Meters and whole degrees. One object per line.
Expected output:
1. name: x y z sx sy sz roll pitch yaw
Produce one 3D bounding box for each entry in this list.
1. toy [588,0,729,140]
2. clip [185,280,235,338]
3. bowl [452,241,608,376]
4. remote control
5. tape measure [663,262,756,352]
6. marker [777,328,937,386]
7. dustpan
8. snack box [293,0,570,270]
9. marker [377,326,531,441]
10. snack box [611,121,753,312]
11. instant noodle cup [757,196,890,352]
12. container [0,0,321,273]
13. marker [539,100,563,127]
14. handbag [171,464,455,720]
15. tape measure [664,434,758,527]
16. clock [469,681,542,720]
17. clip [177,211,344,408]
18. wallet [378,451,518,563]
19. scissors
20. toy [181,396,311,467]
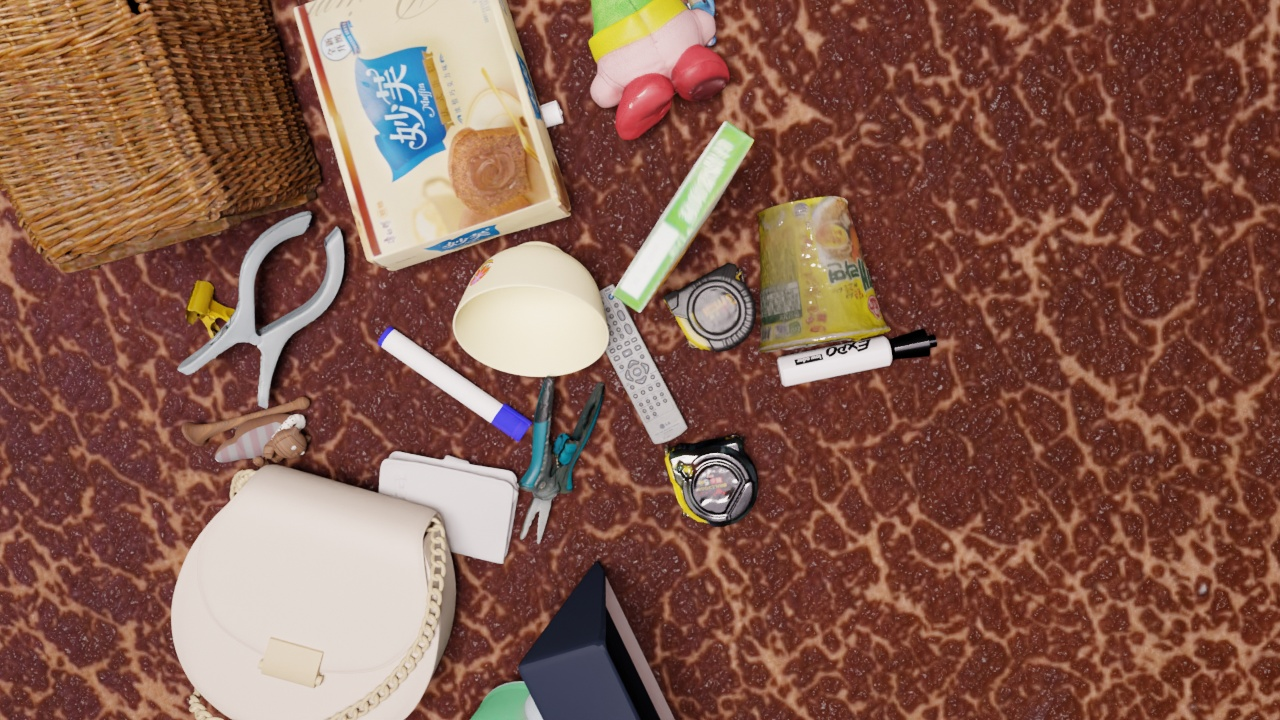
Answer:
1. toy: 0.005 -0.251 0.684 0.124 0.097 0.131 -29 76 0
2. clip: -0.350 -0.041 0.758 0.035 0.053 0.046 -29 126 2
3. bowl: -0.082 -0.050 0.716 0.118 0.118 0.073 -1 56 3
4. remote control: -0.005 0.004 0.755 0.033 0.013 0.136 -27 96 7
5. tape measure: 0.062 -0.039 0.735 0.067 0.038 0.062 -29 87 4
6. marker: 0.174 -0.003 0.739 0.126 0.025 0.025 -12 97 5
7. dustpan: 0.007 0.294 0.659 0.080 0.272 0.236 -23 96 21
8. snack box: -0.157 -0.189 0.699 0.153 0.055 0.207 -18 87 5
9. marker: -0.154 0.019 0.763 0.141 0.020 0.020 35 98 -2
10. snack box: 0.030 -0.100 0.660 0.027 0.168 0.132 33 98 -2
11. instant noodle cup: 0.133 -0.065 0.704 0.102 0.102 0.108 -9 89 4
12. container: -0.342 -0.175 0.641 0.162 0.249 0.183 -15 105 5
13. marker: -0.127 -0.180 0.735 0.133 0.017 0.020 -16 60 5
14. handbag: -0.260 0.199 0.749 0.210 0.103 0.209 16 101 -1
15. tape measure: 0.061 0.098 0.752 0.071 0.042 0.072 -12 93 3
16. clock: -0.079 0.326 0.762 0.162 0.075 0.122 -34 94 27
17. clip: -0.309 -0.051 0.732 0.108 0.028 0.163 27 93 -28
18. wallet: -0.163 0.122 0.775 0.116 0.032 0.086 14 109 -1
19. scissors: -0.069 0.076 0.756 0.149 0.019 0.122 -43 125 -12
20. toy: -0.324 0.065 0.769 0.102 0.042 0.054 -16 74 -3
